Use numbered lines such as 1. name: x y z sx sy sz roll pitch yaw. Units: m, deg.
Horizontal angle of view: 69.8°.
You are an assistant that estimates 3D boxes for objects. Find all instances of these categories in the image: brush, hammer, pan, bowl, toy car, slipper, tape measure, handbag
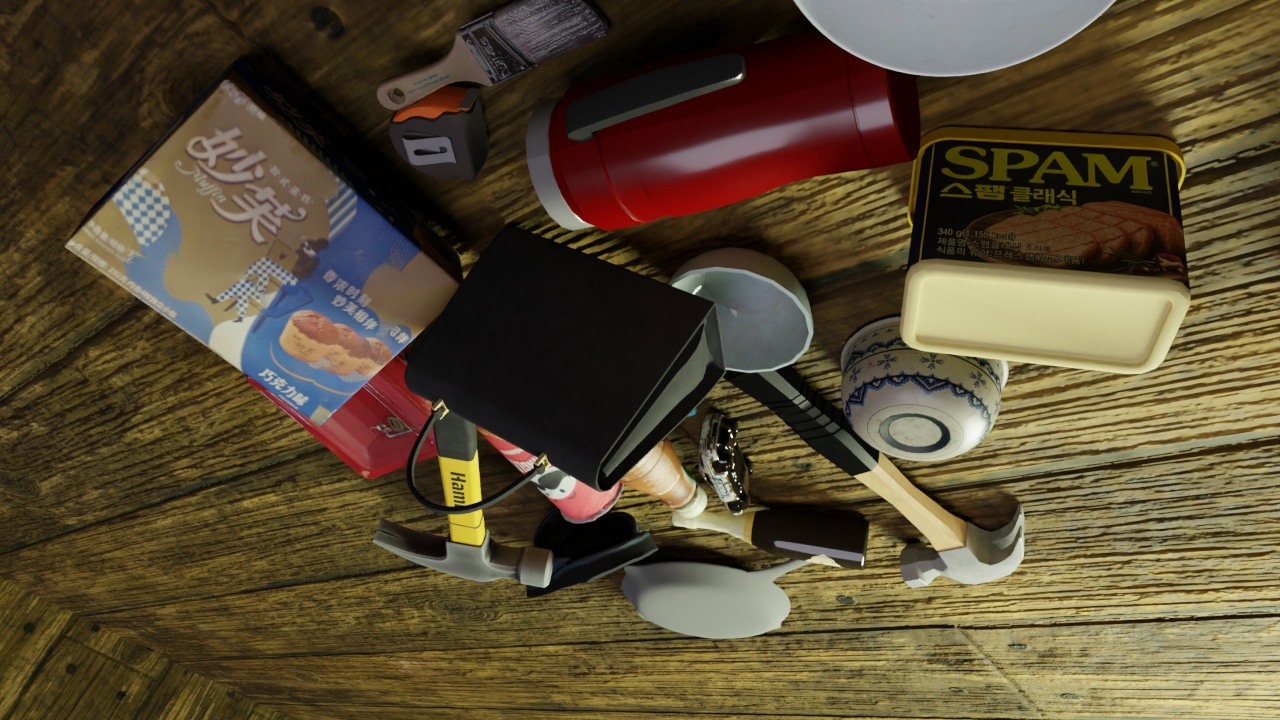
1. brush: -0.091 -0.176 0.527 0.151 0.012 0.039 -15 131 25
2. hammer: 0.192 0.090 0.750 0.328 0.039 0.131 39 139 -25
3. pan: 0.107 0.254 1.002 0.216 0.024 0.356 27 141 -22
4. bowl: 0.068 -0.040 0.630 0.106 0.039 0.106 12 144 9
5. toy car: 0.071 0.091 0.794 0.041 0.048 0.113 -3 139 21
6. hammer: -0.159 0.095 0.788 0.170 0.034 0.325 9 137 3
7. bowl: 0.195 0.027 0.644 0.115 0.059 0.116 12 144 9
8. slipper: -0.064 0.192 0.974 0.108 0.083 0.266 -18 169 -24
9. tape measure: -0.129 -0.144 0.582 0.059 0.038 0.058 12 144 10
10. handbag: -0.073 0.022 0.601 0.176 0.195 0.072 24 149 28
11. bowl: 0.128 -0.196 0.364 0.144 0.074 0.144 12 144 9

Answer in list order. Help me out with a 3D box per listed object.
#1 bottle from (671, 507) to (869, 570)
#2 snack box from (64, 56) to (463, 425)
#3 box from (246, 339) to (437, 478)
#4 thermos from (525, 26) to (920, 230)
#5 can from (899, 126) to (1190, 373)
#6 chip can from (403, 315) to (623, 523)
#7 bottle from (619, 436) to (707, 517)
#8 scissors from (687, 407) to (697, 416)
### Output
1. bottle: 0.119 0.160 0.866 0.185 0.045 0.045 6 143 17
2. snack box: -0.248 -0.076 0.637 0.155 0.069 0.202 -41 121 8
3. box: -0.239 0.014 0.809 0.130 0.097 0.157 -15 129 32
4. thermos: 0.035 -0.125 0.482 0.199 0.084 0.108 -7 172 28
5. can: 0.209 -0.059 0.484 0.135 0.104 0.075 7 143 16
6. chip can: -0.104 0.051 0.802 0.073 0.073 0.233 -10 135 34
7. bottle: 0.006 0.090 0.815 0.059 0.059 0.167 -10 140 35
8. scissors: -0.007 0.002 0.743 0.142 0.015 0.095 23 145 -12
